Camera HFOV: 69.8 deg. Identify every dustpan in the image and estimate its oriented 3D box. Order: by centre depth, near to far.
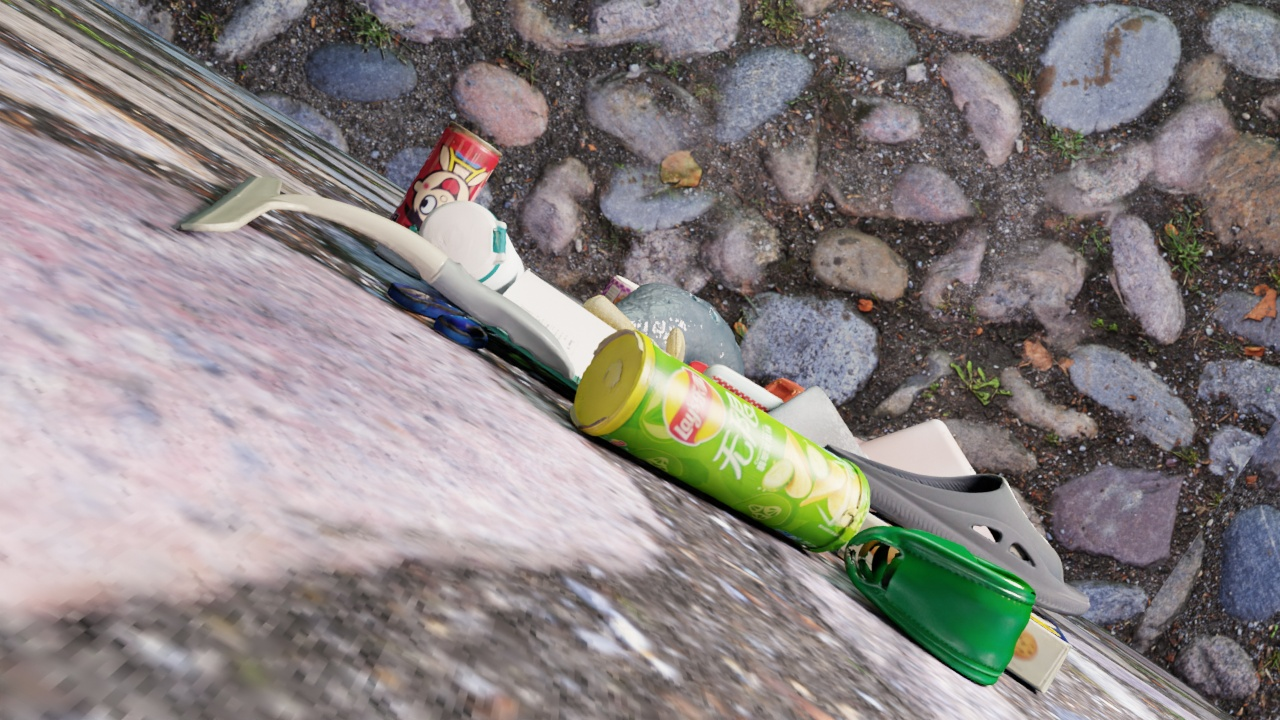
[{"bbox_3d":[0.316,0.187,1.030,0.222,0.139,0.273,-106,171,-51],"label":"dustpan"}]

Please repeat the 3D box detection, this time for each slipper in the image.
[{"bbox_3d":[0.278,0.129,0.787,0.268,0.083,0.110,30,4,0],"label":"slipper"}]

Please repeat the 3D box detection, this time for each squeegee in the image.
[{"bbox_3d":[-0.138,-0.056,0.581,0.246,0.039,0.246,29,7,-21],"label":"squeegee"}]

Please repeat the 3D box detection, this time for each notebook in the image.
[{"bbox_3d":[-0.021,0.006,0.728,0.209,0.012,0.150,35,19,-6],"label":"notebook"}]

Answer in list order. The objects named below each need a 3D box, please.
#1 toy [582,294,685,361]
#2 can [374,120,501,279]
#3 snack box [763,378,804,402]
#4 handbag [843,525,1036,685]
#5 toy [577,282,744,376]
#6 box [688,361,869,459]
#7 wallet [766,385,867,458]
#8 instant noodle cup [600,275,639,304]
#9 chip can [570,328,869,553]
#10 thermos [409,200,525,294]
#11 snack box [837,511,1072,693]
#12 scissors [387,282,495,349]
[{"bbox_3d":[-0.005,0.005,0.835,0.157,0.104,0.066,44,-40,4],"label":"toy"},{"bbox_3d":[-0.179,-0.140,0.810,0.053,0.133,0.053,32,3,-2],"label":"can"},{"bbox_3d":[0.152,0.072,1.006,0.080,0.091,0.082,60,-11,-27],"label":"snack box"},{"bbox_3d":[0.199,0.156,0.621,0.120,0.068,0.131,26,1,23],"label":"handbag"},{"bbox_3d":[0.033,-0.008,0.975,0.092,0.137,0.356,5,-17,45],"label":"toy"},{"bbox_3d":[0.129,0.073,0.898,0.201,0.094,0.092,31,-29,-15],"label":"box"},{"bbox_3d":[0.164,0.090,0.845,0.097,0.019,0.121,-26,80,-39],"label":"wallet"},{"bbox_3d":[-0.017,-0.037,1.058,0.111,0.099,0.111,31,6,-4],"label":"instant noodle cup"},{"bbox_3d":[0.061,0.060,0.614,0.221,0.072,0.072,30,4,-27],"label":"chip can"},{"bbox_3d":[-0.137,-0.082,0.748,0.073,0.073,0.224,32,-3,-2],"label":"thermos"},{"bbox_3d":[0.266,0.196,0.782,0.178,0.046,0.182,33,2,22],"label":"snack box"},{"bbox_3d":[-0.117,-0.023,0.676,0.128,0.012,0.173,36,6,40],"label":"scissors"}]
